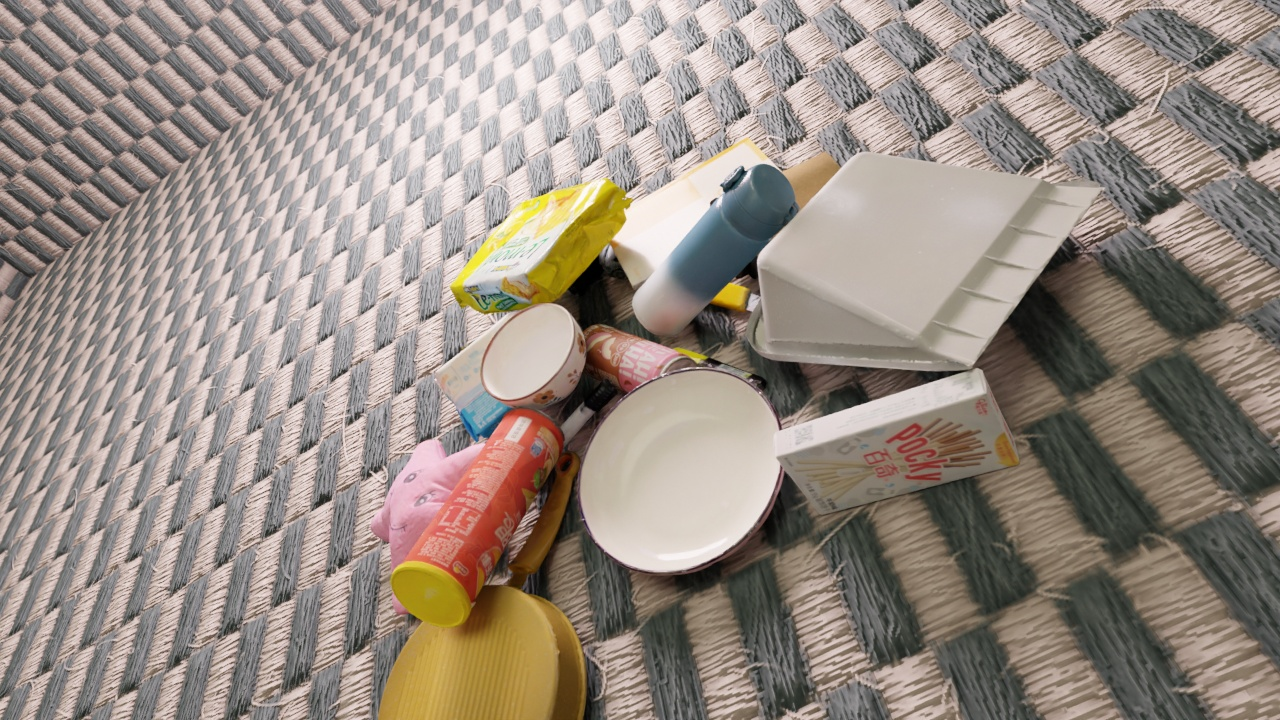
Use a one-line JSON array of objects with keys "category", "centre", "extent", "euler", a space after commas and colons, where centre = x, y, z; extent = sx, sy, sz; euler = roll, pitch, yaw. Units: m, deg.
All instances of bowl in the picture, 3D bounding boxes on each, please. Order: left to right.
[{"category": "bowl", "centre": [-0.099, 0.004, 0.930], "extent": [0.114, 0.062, 0.113], "euler": [-18, 52, 24]}]

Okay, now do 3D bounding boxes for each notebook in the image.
[{"category": "notebook", "centre": [0.061, -0.170, 1.037], "extent": [0.206, 0.010, 0.145], "euler": [-30, 41, 3]}]

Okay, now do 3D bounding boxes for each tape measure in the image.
[{"category": "tape measure", "centre": [-0.077, -0.114, 1.125], "extent": [0.066, 0.033, 0.065], "euler": [20, 65, 49]}]

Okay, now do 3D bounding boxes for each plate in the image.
[{"category": "plate", "centre": [0.038, 0.097, 0.791], "extent": [0.193, 0.039, 0.192], "euler": [-15, 53, 21]}]

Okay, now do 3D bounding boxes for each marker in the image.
[{"category": "marker", "centre": [-0.070, 0.070, 0.923], "extent": [0.131, 0.022, 0.018], "euler": [-49, 10, 17]}, {"category": "marker", "centre": [0.073, 0.009, 0.888], "extent": [0.124, 0.015, 0.018], "euler": [20, 69, 46]}]

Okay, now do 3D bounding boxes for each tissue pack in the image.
[{"category": "tissue pack", "centre": [-0.151, 0.017, 1.011], "extent": [0.140, 0.063, 0.090], "euler": [-38, 79, 5]}]

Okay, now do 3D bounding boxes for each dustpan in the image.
[{"category": "dustpan", "centre": [0.211, -0.067, 0.788], "extent": [0.258, 0.143, 0.222], "euler": [27, 61, 34]}]

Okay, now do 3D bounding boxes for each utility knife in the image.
[{"category": "utility knife", "centre": [0.068, -0.073, 0.972], "extent": [0.173, 0.015, 0.033], "euler": [22, 74, 48]}]

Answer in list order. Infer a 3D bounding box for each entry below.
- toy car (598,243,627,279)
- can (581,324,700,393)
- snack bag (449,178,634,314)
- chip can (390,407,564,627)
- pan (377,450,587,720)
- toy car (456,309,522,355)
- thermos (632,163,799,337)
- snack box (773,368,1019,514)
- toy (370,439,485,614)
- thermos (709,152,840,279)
[{"category": "toy car", "centre": [0.007, -0.132, 1.068], "extent": [0.121, 0.037, 0.054], "euler": [-11, 46, 29]}, {"category": "can", "centre": [-0.005, 0.005, 0.922], "extent": [0.147, 0.058, 0.057], "euler": [22, 68, 49]}, {"category": "snack bag", "centre": [-0.116, -0.125, 1.068], "extent": [0.247, 0.068, 0.157], "euler": [0, 49, 57]}, {"category": "chip can", "centre": [-0.140, 0.133, 0.826], "extent": [0.073, 0.073, 0.215], "euler": [-14, 30, 31]}, {"category": "pan", "centre": [-0.114, 0.225, 0.810], "extent": [0.198, 0.078, 0.356], "euler": [-12, 52, 31]}, {"category": "toy car", "centre": [-0.163, -0.010, 1.086], "extent": [0.158, 0.042, 0.070], "euler": [-28, 35, 7]}, {"category": "thermos", "centre": [0.067, -0.102, 0.877], "extent": [0.221, 0.070, 0.070], "euler": [-47, 22, 50]}, {"category": "snack box", "centre": [0.186, 0.064, 0.675], "extent": [0.157, 0.085, 0.026], "euler": [-20, 40, 25]}, {"category": "toy", "centre": [-0.209, 0.145, 0.943], "extent": [0.178, 0.074, 0.194], "euler": [-47, 37, 7]}, {"category": "thermos", "centre": [0.139, -0.149, 0.933], "extent": [0.143, 0.093, 0.093], "euler": [-30, 37, 0]}]
